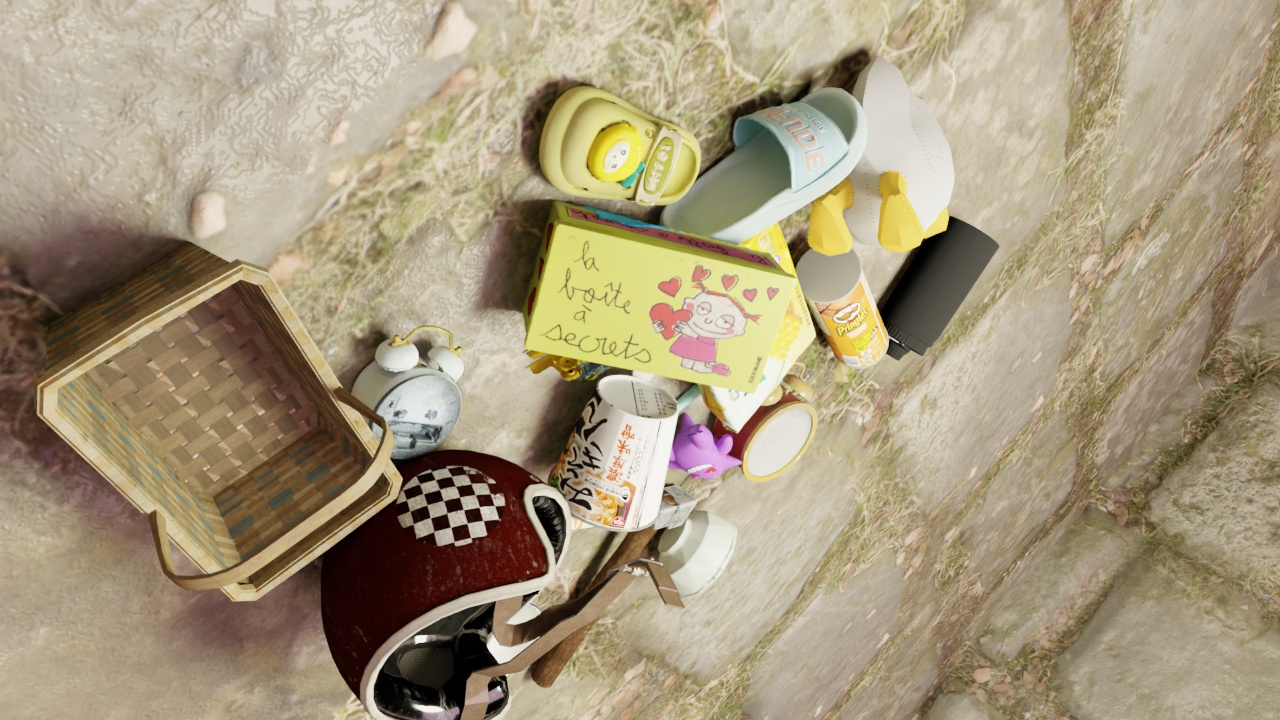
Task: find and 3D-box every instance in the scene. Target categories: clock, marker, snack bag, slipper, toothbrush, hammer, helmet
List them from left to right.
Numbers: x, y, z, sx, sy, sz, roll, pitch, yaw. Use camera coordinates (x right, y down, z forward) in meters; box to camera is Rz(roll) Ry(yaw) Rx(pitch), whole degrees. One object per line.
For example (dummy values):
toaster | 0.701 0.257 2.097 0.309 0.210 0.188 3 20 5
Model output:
clock | -0.192 0.024 0.771 0.083 0.057 0.118 13 109 -49
helmet | -0.148 0.194 0.784 0.233 0.253 0.234 -2 129 -28
marker | -0.067 0.185 1.056 0.145 0.017 0.017 2 117 -47
hammer | -0.064 0.280 1.087 0.301 0.037 0.217 -57 157 13
slipper | -0.003 -0.170 0.795 0.190 0.081 0.092 2 120 -49
toothbrush | 0.021 0.074 1.060 0.180 0.016 0.016 -41 138 -14
snack bag | 0.100 -0.049 0.988 0.159 0.068 0.247 -46 138 -16
clock | 0.153 0.066 1.134 0.117 0.081 0.159 -2 123 -40
slipper | 0.120 -0.190 0.888 0.245 0.104 0.074 -37 143 -12

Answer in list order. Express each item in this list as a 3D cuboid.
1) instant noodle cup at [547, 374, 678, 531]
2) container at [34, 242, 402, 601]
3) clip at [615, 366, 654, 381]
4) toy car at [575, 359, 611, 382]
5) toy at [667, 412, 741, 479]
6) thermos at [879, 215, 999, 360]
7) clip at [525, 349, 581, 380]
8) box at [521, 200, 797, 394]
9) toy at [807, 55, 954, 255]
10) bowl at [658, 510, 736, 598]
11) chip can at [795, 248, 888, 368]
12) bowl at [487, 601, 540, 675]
instant noodle cup | -0.020 0.088 0.938 0.123 0.123 0.122 -6 124 -43
container | -0.264 0.059 0.619 0.157 0.186 0.250 -37 139 -19
clip | -0.007 0.005 0.982 0.101 0.046 0.056 -46 146 -10
toy car | -0.034 -0.013 0.925 0.089 0.027 0.039 -33 138 -15
toy | 0.069 0.107 1.090 0.088 0.106 0.055 50 36 -25
thermos | 0.395 -0.091 1.255 0.086 0.086 0.199 23 102 -51
clip | -0.077 0.001 0.881 0.053 0.049 0.044 -32 172 -26
box | 0.012 -0.055 0.821 0.220 0.082 0.125 12 113 -18
toy | 0.279 -0.210 1.014 0.266 0.141 0.247 -50 131 -45
bowl | 0.063 0.238 1.170 0.061 0.117 0.117 38 89 -15
chip can | 0.249 -0.061 1.116 0.075 0.075 0.215 -51 149 -2
bowl | -0.172 0.291 0.996 0.117 0.062 0.118 -26 134 -30
